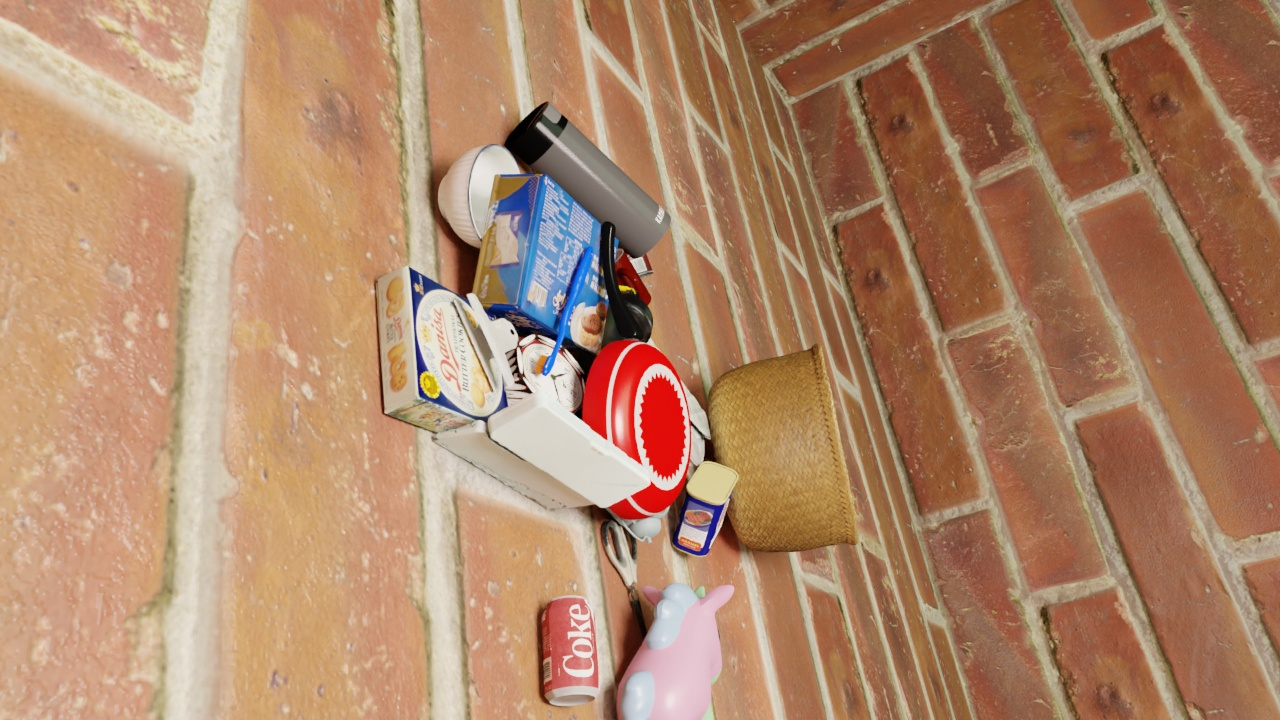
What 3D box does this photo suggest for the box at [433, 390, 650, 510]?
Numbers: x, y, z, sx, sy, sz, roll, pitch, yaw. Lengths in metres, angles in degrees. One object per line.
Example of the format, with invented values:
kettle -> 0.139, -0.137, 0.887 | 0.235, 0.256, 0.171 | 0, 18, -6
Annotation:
box -> -0.093, 0.102, 0.915 | 0.197, 0.135, 0.040 | 43, 30, -45

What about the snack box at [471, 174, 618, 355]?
snack box -> -0.105, -0.105, 1.069 | 0.202, 0.069, 0.155 | 32, 64, -64

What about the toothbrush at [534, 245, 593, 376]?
toothbrush -> -0.083, -0.059, 1.024 | 0.016, 0.018, 0.182 | 73, 28, -54

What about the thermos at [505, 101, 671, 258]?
thermos -> -0.070, -0.249, 1.276 | 0.240, 0.082, 0.082 | 40, 33, -23

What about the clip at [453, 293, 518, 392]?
clip -> -0.143, -0.024, 0.930 | 0.058, 0.050, 0.102 | -29, 97, -57

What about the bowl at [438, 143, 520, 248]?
bowl -> -0.186, -0.183, 1.035 | 0.118, 0.062, 0.118 | 5, 90, -68

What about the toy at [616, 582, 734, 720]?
toy -> 0.031, 0.341, 1.019 | 0.221, 0.120, 0.171 | 0, 83, -62

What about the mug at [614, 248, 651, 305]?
mug -> -0.027, -0.104, 1.299 | 0.073, 0.106, 0.082 | -41, 115, -21

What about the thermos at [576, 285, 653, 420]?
thermos -> -0.040, -0.006, 1.193 | 0.098, 0.098, 0.220 | 54, 31, -31

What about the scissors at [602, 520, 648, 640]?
scissors -> -0.017, 0.270, 1.100 | 0.121, 0.013, 0.170 | 45, 34, -44

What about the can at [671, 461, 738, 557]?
can -> 0.089, 0.207, 1.278 | 0.116, 0.056, 0.092 | -41, 149, -66

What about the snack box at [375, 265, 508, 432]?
snack box -> -0.192, 0.000, 0.905 | 0.145, 0.043, 0.144 | 32, 41, -56

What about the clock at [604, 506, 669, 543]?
clock -> -0.011, 0.158, 1.148 | 0.122, 0.045, 0.159 | 50, 21, -30

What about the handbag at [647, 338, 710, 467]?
handbag -> 0.032, 0.062, 1.315 | 0.195, 0.073, 0.138 | 53, 26, -33

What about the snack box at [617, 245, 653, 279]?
snack box -> -0.033, -0.177, 1.387 | 0.072, 0.072, 0.121 | -19, 88, -67

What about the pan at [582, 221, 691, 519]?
pan -> -0.006, 0.007, 1.079 | 0.208, 0.067, 0.356 | 10, 76, -63

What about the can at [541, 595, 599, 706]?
can -> -0.070, 0.287, 0.908 | 0.054, 0.054, 0.096 | 40, 35, -48

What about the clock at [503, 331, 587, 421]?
clock -> -0.102, 0.045, 1.033 | 0.154, 0.065, 0.114 | 41, 31, -21

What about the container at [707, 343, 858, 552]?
container -> 0.219, 0.141, 1.440 | 0.306, 0.197, 0.307 | -9, 89, -82
